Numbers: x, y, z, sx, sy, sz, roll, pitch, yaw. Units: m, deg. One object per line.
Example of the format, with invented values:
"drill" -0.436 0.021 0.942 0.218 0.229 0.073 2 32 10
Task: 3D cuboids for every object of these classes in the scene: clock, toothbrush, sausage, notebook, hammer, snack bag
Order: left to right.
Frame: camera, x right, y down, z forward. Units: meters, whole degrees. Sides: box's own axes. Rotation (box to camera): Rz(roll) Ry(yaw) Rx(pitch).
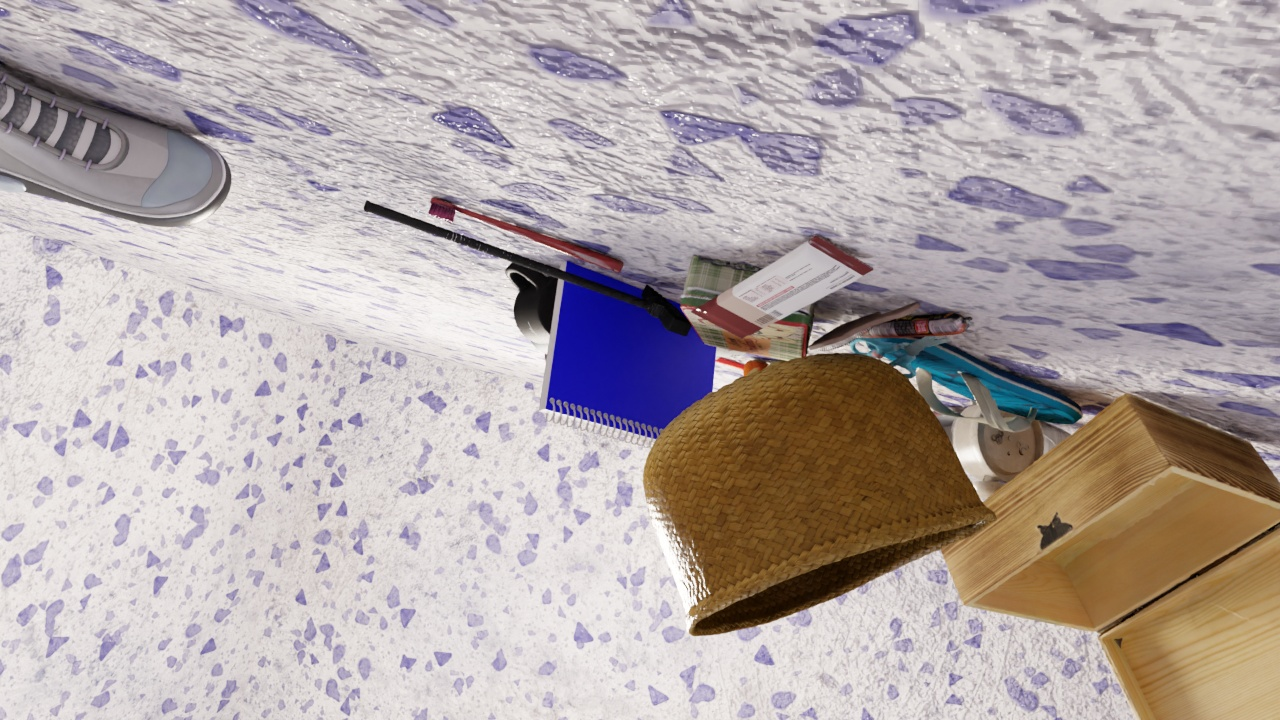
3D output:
"toothbrush" -0.105 -0.114 0.856 0.189 0.016 0.016 17 176 -20
"hammer" -0.100 -0.092 0.860 0.324 0.015 0.095 17 -161 -31
"notebook" -0.006 0.006 0.991 0.209 0.171 0.022 18 159 -32
"toothbrush" 0.071 -0.010 1.375 0.212 0.018 0.012 17 174 -21
"snack bag" 0.106 -0.054 0.718 0.057 0.013 0.158 24 151 -23
"sausage" 0.238 -0.030 0.817 0.020 0.020 0.155 17 173 -23
"clock" 0.417 0.116 1.089 0.103 0.156 0.061 17 163 -21

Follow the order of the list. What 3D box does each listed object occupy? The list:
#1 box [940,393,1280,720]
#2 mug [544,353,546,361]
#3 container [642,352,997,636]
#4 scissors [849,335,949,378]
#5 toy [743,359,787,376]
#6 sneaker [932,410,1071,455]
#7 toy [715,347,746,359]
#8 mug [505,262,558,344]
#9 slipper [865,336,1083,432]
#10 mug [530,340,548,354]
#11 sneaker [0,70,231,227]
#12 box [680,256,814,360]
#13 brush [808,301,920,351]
"box" 0.551 0.269 0.936 0.285 0.335 0.280 15 130 -28
"mug" -0.064 -0.026 1.277 0.110 0.096 0.122 17 -155 10
"container" 0.151 0.129 0.893 0.306 0.196 0.307 -19 157 -8
"scissors" 0.256 -0.004 0.864 0.076 0.015 0.142 36 168 -13
"toy" 0.202 0.048 1.258 0.112 0.096 0.176 16 -158 -13
"sneaker" 0.466 0.116 1.241 0.089 0.099 0.236 1 -177 -32
"toy" 0.094 -0.023 1.119 0.079 0.038 0.123 24 168 -23
"mug" -0.106 -0.069 1.037 0.113 0.078 0.088 44 163 -19
"slipper" 0.346 0.035 0.969 0.294 0.060 0.118 20 176 -31
"mug" -0.078 -0.047 1.151 0.078 0.078 0.122 19 167 -39
"sneaker" -0.480 -0.192 0.746 0.256 0.093 0.160 13 165 -2
"box" 0.107 -0.042 0.873 0.118 0.051 0.205 14 175 10
"brush" 0.203 -0.029 0.813 0.049 0.015 0.136 -31 -177 -23
